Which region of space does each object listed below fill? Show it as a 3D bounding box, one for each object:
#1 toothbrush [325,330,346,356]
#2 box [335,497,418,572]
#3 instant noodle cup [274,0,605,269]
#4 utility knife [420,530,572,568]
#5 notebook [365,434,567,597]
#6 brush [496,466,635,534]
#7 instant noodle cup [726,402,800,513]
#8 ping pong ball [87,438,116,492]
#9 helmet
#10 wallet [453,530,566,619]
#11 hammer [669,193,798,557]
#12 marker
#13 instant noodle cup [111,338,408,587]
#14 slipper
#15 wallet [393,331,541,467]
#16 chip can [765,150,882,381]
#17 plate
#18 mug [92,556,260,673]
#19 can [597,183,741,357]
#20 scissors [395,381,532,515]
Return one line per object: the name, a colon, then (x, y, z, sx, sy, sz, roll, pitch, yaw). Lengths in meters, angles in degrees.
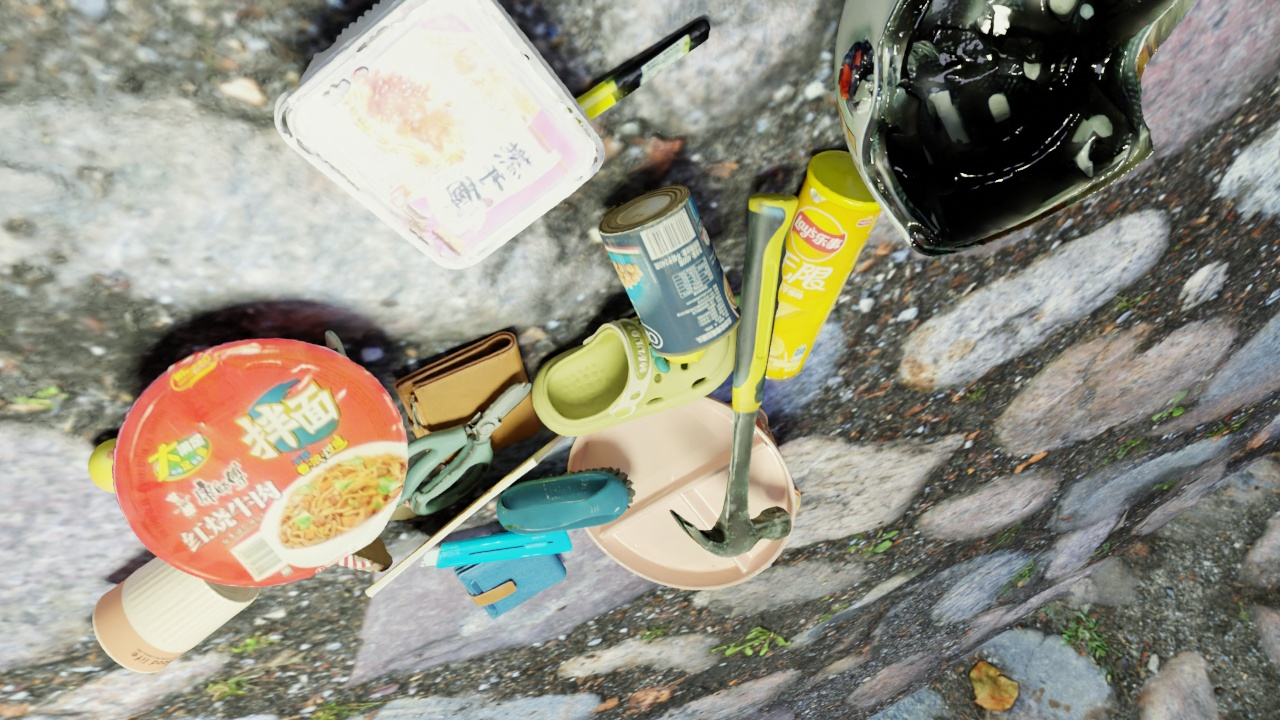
toothbrush: (-0.230, 0.039, 0.747, 0.018, 0.016, 0.192, -10, 143, -7)
box: (-0.256, 0.122, 0.794, 0.087, 0.076, 0.163, -47, 143, 1)
instant noodle cup: (-0.117, -0.147, 0.552, 0.138, 0.060, 0.173, -35, 145, 9)
utility knife: (-0.150, 0.197, 0.962, 0.159, 0.018, 0.034, -6, 111, -17)
notebook: (-0.152, 0.135, 0.855, 0.206, 0.010, 0.145, -39, 179, 14)
brush: (-0.079, 0.141, 0.893, 0.144, 0.055, 0.073, -11, -174, 23)
instant noodle cup: (0.096, 0.134, 1.001, 0.151, 0.111, 0.152, -18, 144, -14)
ping pong ball: (-0.380, 0.077, 0.671, 0.040, 0.040, 0.040, -18, 144, -14)
helmet: (0.225, -0.214, 0.616, 0.230, 0.156, 0.274, -24, 134, -3)
wallet: (-0.145, 0.237, 1.034, 0.106, 0.040, 0.133, -27, 144, -9)
hammer: (0.091, 0.022, 0.778, 0.126, 0.032, 0.324, -10, 114, -34)
marker: (-0.006, -0.190, 0.613, 0.124, 0.015, 0.018, -33, 145, 2)
instant noodle cup: (-0.271, 0.067, 0.668, 0.193, 0.066, 0.194, -8, 112, -21)
slipper: (-0.005, 0.005, 0.778, 0.190, 0.091, 0.081, -24, 171, 1)
wallet: (-0.145, 0.040, 0.791, 0.107, 0.031, 0.132, -24, 145, -12)
chip can: (0.147, -0.077, 0.807, 0.072, 0.072, 0.214, -10, 141, -24)
plate: (0.040, 0.127, 0.907, 0.230, 0.229, 0.028, -53, -178, 31)
mug: (-0.390, 0.204, 0.800, 0.106, 0.081, 0.114, -35, 171, 7)
can: (0.023, -0.069, 0.695, 0.075, 0.075, 0.111, -27, 115, -2)
scissors: (-0.144, 0.081, 0.801, 0.185, 0.019, 0.130, -32, 149, -1)
